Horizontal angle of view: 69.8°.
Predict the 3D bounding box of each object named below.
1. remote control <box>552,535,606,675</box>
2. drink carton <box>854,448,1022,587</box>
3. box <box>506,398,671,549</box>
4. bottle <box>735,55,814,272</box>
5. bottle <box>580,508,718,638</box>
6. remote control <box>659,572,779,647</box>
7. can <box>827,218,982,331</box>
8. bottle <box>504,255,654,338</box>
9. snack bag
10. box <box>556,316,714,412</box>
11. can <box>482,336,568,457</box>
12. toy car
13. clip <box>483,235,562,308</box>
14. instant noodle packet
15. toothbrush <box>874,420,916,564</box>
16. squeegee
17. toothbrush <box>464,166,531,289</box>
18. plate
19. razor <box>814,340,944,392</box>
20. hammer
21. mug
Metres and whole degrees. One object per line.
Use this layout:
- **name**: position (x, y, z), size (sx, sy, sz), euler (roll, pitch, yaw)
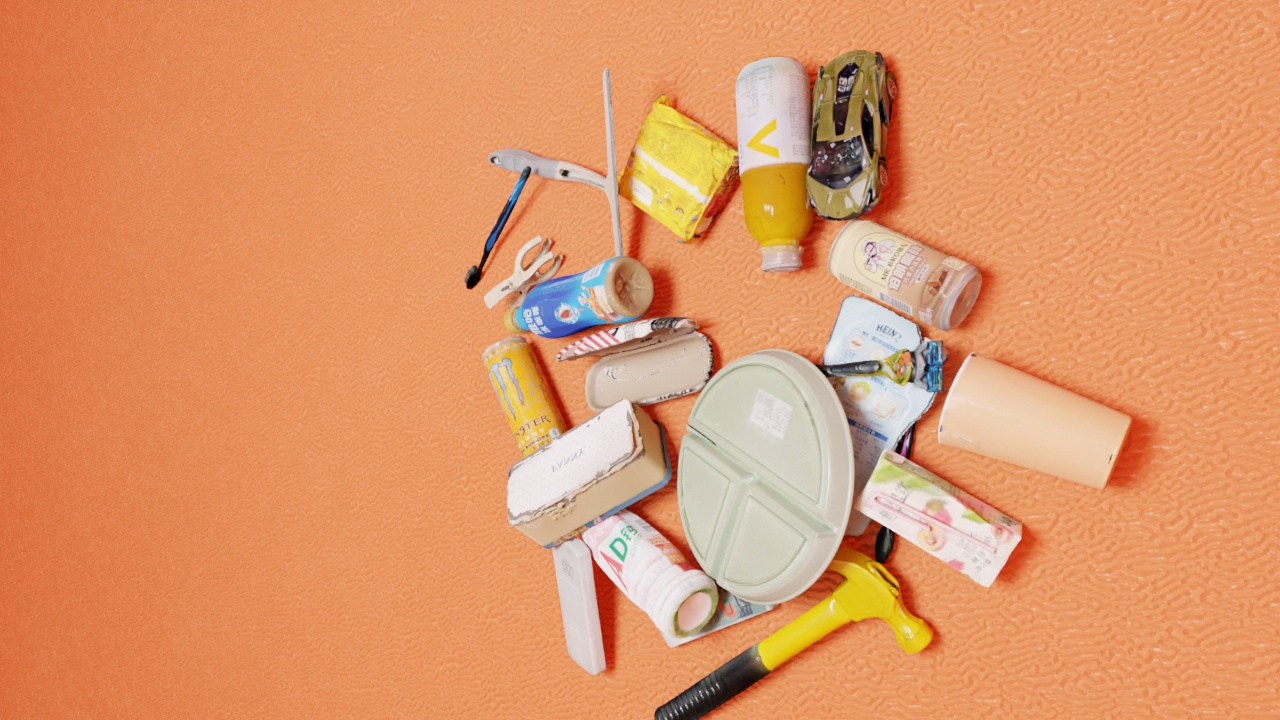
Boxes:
- **remote control**: position (-0.064, 0.255, 0.967), size (0.058, 0.021, 0.150), euler (17, 117, 54)
- **drink carton**: position (0.239, 0.126, 0.743), size (0.122, 0.045, 0.054), euler (31, 108, 14)
- **box**: position (-0.051, 0.113, 0.931), size (0.185, 0.062, 0.089), euler (-29, 40, 20)
- **bottle**: position (0.124, -0.176, 0.836), size (0.068, 0.067, 0.189), euler (-4, 87, 36)
- **bottle**: position (-0.007, 0.195, 0.918), size (0.197, 0.068, 0.068), euler (34, 109, 45)
- **remote control**: position (0.070, 0.237, 0.901), size (0.135, 0.019, 0.056), euler (-31, 72, 32)
- **can**: position (0.221, -0.073, 0.771), size (0.116, 0.058, 0.058), euler (32, 108, 32)
- **bottle**: position (-0.076, -0.058, 0.972), size (0.219, 0.065, 0.065), euler (-12, 82, 50)
- **snack bag**: position (0.189, 0.048, 0.804), size (0.110, 0.038, 0.191), euler (35, 109, 45)
- **box**: position (-0.005, 0.006, 0.927), size (0.163, 0.075, 0.086), euler (-17, 87, 33)
- **can**: position (-0.125, 0.048, 1.021), size (0.058, 0.058, 0.146), euler (-37, 69, 30)
- **toy car**: position (0.181, -0.196, 0.796), size (0.070, 0.042, 0.158), euler (-5, 71, 36)
- **clip**: position (-0.130, -0.094, 1.040), size (0.100, 0.072, 0.034), euler (-46, 65, 20)
- **instant noodle packet**: position (0.036, -0.190, 0.917), size (0.128, 0.044, 0.111), euler (44, 115, 31)
- **toothbrush**: position (0.227, 0.084, 0.795), size (0.014, 0.017, 0.189), euler (13, 93, 35)
- **squeegee**: position (-0.087, -0.204, 1.004), size (0.247, 0.039, 0.247), euler (25, 129, 44)
- **toothbrush**: position (-0.167, -0.152, 1.061), size (0.190, 0.014, 0.016), euler (-55, 47, 37)
- **plate**: position (0.101, 0.102, 0.824), size (0.231, 0.027, 0.230), euler (-18, 68, 55)
- **razor**: position (0.185, 0.007, 0.777), size (0.143, 0.022, 0.042), euler (-4, 77, 41)
- **hammer**: position (0.116, 0.272, 0.848), size (0.129, 0.032, 0.302), euler (50, 121, 8)
- **mug**: position (0.303, 0.049, 0.704), size (0.123, 0.078, 0.078), euler (21, 102, 29)
